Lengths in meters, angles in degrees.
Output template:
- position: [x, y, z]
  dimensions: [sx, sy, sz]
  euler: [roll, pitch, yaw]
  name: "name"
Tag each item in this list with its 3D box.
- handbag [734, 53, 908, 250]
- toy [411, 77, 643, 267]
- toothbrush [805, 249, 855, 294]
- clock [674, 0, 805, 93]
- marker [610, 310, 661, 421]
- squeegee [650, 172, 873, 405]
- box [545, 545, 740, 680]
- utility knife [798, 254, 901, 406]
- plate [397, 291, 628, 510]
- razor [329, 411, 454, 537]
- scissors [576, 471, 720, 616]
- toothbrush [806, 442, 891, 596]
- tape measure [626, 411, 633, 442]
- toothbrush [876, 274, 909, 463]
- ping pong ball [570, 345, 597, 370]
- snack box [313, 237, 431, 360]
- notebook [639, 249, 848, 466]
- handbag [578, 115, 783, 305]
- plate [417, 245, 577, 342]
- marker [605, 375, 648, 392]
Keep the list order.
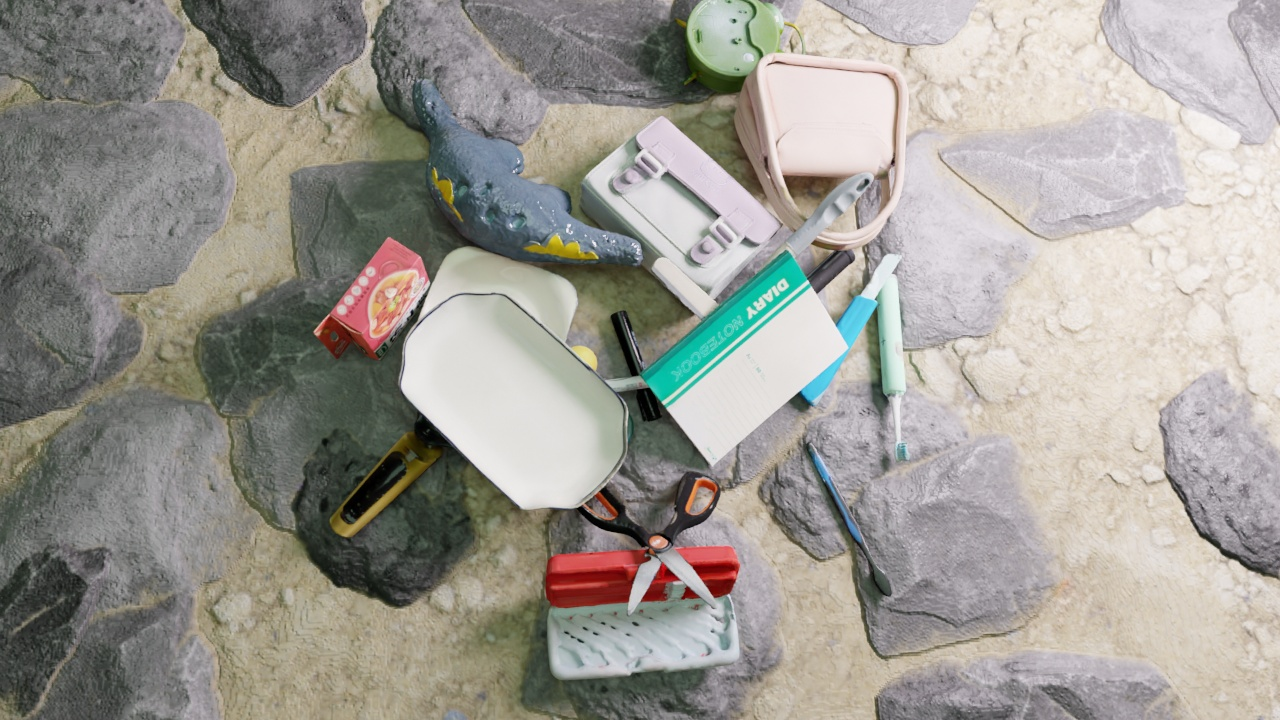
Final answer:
- position: [0.219, -0.238, 1.074]
  dimensions: [0.193, 0.093, 0.233]
  euler: [-1, 69, -10]
  name: "handbag"
- position: [-0.162, -0.194, 1.038]
  dimensions: [0.356, 0.092, 0.137]
  euler: [42, 61, 14]
  name: "toy"
- position: [0.170, -0.062, 1.076]
  dimensions: [0.212, 0.026, 0.027]
  euler: [-41, 48, -12]
  name: "toothbrush"
- position: [0.127, -0.391, 1.139]
  dimensions: [0.161, 0.056, 0.116]
  euler: [-4, 77, -6]
  name: "clock"
- position: [-0.006, 0.006, 1.045]
  dimensions: [0.022, 0.020, 0.132]
  euler: [-17, 79, -10]
  name: "marker"
- position: [0.163, -0.116, 1.009]
  dimensions: [0.246, 0.039, 0.246]
  euler: [-48, 121, 0]
  name: "squeegee"
- position: [0.004, 0.261, 0.944]
  dimensions: [0.201, 0.113, 0.099]
  euler: [-2, 51, -7]
  name: "box"
- position: [0.244, -0.041, 1.068]
  dimensions: [0.034, 0.018, 0.209]
  euler: [33, 83, 8]
  name: "utility knife"
- position: [-0.134, 0.043, 0.976]
  dimensions: [0.266, 0.034, 0.161]
  euler: [41, 73, 8]
  name: "plate"
- position: [-0.262, 0.119, 0.974]
  dimensions: [0.062, 0.068, 0.167]
  euler: [43, 83, 6]
  name: "razor"
- position: [0.018, 0.173, 0.941]
  dimensions: [0.221, 0.022, 0.229]
  euler: [23, 36, 35]
  name: "scissors"
- position: [0.232, 0.177, 1.029]
  dimensions: [0.014, 0.016, 0.189]
  euler: [-26, 77, -2]
  name: "toothbrush"
- position: [-0.035, 0.074, 1.022]
  dimensions: [0.058, 0.025, 0.054]
  euler: [43, 77, 5]
  name: "tape measure"
- position: [0.293, 0.008, 1.067]
  dimensions: [0.026, 0.027, 0.224]
  euler: [9, 73, -33]
  name: "toothbrush"
- position: [-0.069, 0.004, 1.029]
  dimensions: [0.040, 0.040, 0.040]
  euler: [1, 76, -5]
  name: "ping pong ball"
- position: [-0.283, -0.054, 0.987]
  dimensions: [0.044, 0.113, 0.127]
  euler: [33, 76, 2]
  name: "snack box"
- position: [0.118, 0.000, 1.005]
  dimensions: [0.209, 0.012, 0.150]
  euler: [-40, 119, -4]
  name: "notebook"
- position: [0.047, -0.172, 1.060]
  dimensions: [0.197, 0.099, 0.144]
  euler: [43, 71, 6]
  name: "handbag"
- position: [-0.165, -0.036, 1.034]
  dimensions: [0.163, 0.034, 0.164]
  euler: [19, 75, 0]
  name: "plate"
- position: [-0.029, 0.028, 1.025]
  dimensions: [0.145, 0.017, 0.017]
  euler: [-8, 76, 5]
  name: "marker"
